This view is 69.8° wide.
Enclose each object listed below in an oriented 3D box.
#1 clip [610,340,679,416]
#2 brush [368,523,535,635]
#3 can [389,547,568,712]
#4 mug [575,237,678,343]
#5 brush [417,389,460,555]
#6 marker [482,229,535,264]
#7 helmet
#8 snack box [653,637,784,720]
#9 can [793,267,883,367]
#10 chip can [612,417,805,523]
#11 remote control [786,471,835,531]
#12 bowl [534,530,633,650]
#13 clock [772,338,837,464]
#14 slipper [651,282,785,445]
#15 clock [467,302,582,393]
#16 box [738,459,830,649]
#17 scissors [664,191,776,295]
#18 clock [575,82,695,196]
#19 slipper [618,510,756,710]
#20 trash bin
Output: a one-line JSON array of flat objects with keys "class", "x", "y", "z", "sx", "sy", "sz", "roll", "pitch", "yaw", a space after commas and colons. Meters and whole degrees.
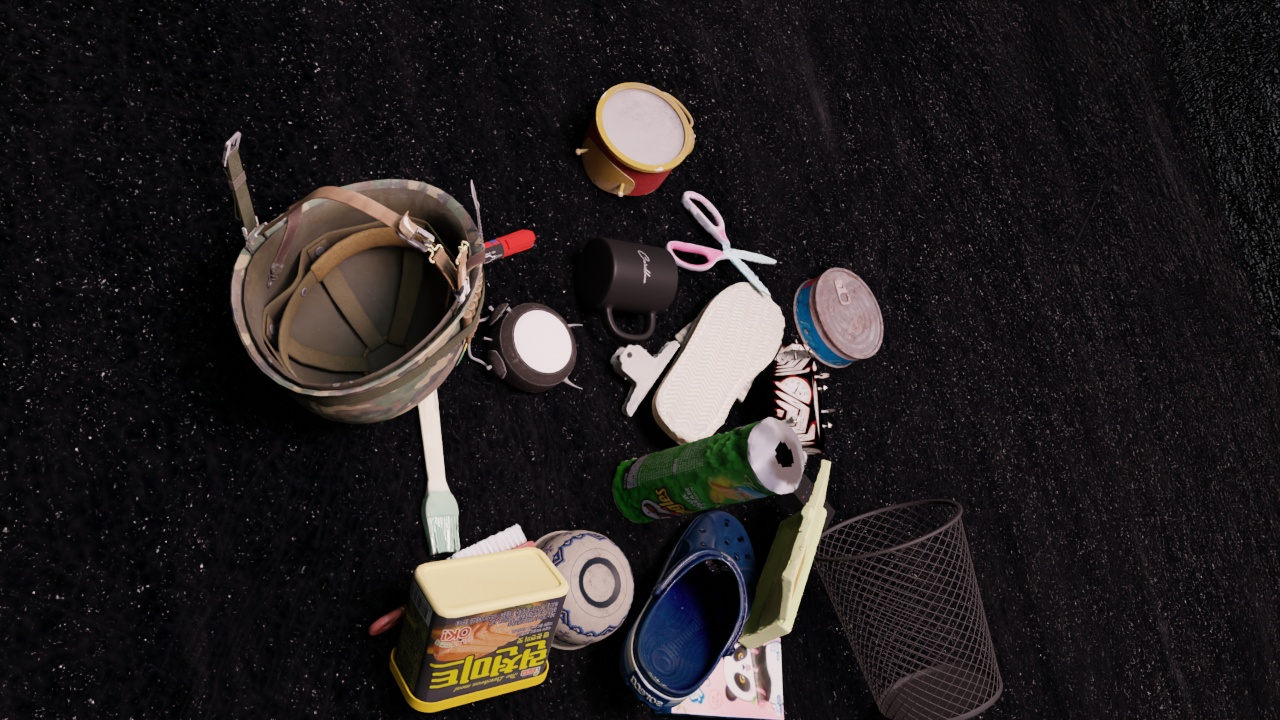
[{"class": "clip", "x": -0.005, "y": 0.007, "z": 1.018, "sx": 0.054, "sy": 0.041, "sz": 0.101, "roll": 39, "pitch": 73, "yaw": -15}, {"class": "brush", "x": -0.170, "y": 0.194, "z": 0.823, "sx": 0.171, "sy": 0.041, "sz": 0.030, "roll": -22, "pitch": 69, "yaw": -38}, {"class": "can", "x": -0.135, "y": 0.224, "z": 0.779, "sx": 0.130, "sy": 0.072, "sz": 0.101, "roll": -1, "pitch": 118, "yaw": -38}, {"class": "mug", "x": -0.015, "y": -0.075, "z": 1.017, "sx": 0.087, "sy": 0.078, "sz": 0.113, "roll": 5, "pitch": 74, "yaw": -36}, {"class": "brush", "x": -0.197, "y": 0.073, "z": 0.864, "sx": 0.033, "sy": 0.012, "sz": 0.217, "roll": 2, "pitch": 70, "yaw": -37}, {"class": "marker", "x": -0.170, "y": -0.107, "z": 0.946, "sx": 0.144, "sy": 0.024, "sz": 0.021, "roll": -27, "pitch": 98, "yaw": -41}, {"class": "helmet", "x": -0.225, "y": -0.066, "z": 0.752, "sx": 0.193, "sy": 0.237, "sz": 0.223, "roll": 16, "pitch": 70, "yaw": 6}, {"class": "snack box", "x": 0.084, "y": 0.329, "z": 0.963, "sx": 0.154, "sy": 0.033, "sz": 0.087, "roll": 17, "pitch": 61, "yaw": -32}, {"class": "can", "x": 0.270, "y": -0.058, "z": 1.248, "sx": 0.129, "sy": 0.044, "sz": 0.129, "roll": 14, "pitch": 64, "yaw": -33}, {"class": "chip can", "x": 0.063, "y": 0.112, "z": 0.906, "sx": 0.075, "sy": 0.224, "sz": 0.075, "roll": 12, "pitch": 69, "yaw": -34}, {"class": "remote control", "x": 0.185, "y": 0.145, "z": 1.125, "sx": 0.150, "sy": 0.013, "sz": 0.034, "roll": 50, "pitch": 51, "yaw": -11}, {"class": "bowl", "x": -0.055, "y": 0.217, "z": 0.883, "sx": 0.115, "sy": 0.059, "sz": 0.115, "roll": 14, "pitch": 64, "yaw": -33}, {"class": "clock", "x": 0.201, "y": 0.041, "z": 1.114, "sx": 0.154, "sy": 0.065, "sz": 0.115, "roll": -81, "pitch": 158, "yaw": -44}, {"class": "slipper", "x": 0.090, "y": 0.003, "z": 1.082, "sx": 0.114, "sy": 0.054, "sz": 0.271, "roll": 48, "pitch": 46, "yaw": -8}, {"class": "clock", "x": -0.113, "y": -0.015, "z": 0.940, "sx": 0.122, "sy": 0.044, "sz": 0.091, "roll": 13, "pitch": 65, "yaw": -33}, {"class": "box", "x": 0.168, "y": 0.211, "z": 0.993, "sx": 0.048, "sy": 0.141, "sz": 0.187, "roll": 24, "pitch": 39, "yaw": 8}, {"class": "scissors", "x": 0.098, "y": -0.151, "z": 1.152, "sx": 0.170, "sy": 0.014, "sz": 0.167, "roll": 4, "pitch": 56, "yaw": -29}, {"class": "clock", "x": 0.000, "y": -0.266, "z": 1.098, "sx": 0.117, "sy": 0.081, "sz": 0.158, "roll": 45, "pitch": 60, "yaw": -1}, {"class": "slipper", "x": 0.066, "y": 0.238, "z": 0.912, "sx": 0.105, "sy": 0.095, "sz": 0.252, "roll": 38, "pitch": 36, "yaw": 2}, {"class": "trash bin", "x": 0.314, "y": 0.293, "z": 1.066, "sx": 0.183, "sy": 0.185, "sz": 0.210, "roll": -20, "pitch": 91, "yaw": -40}]
